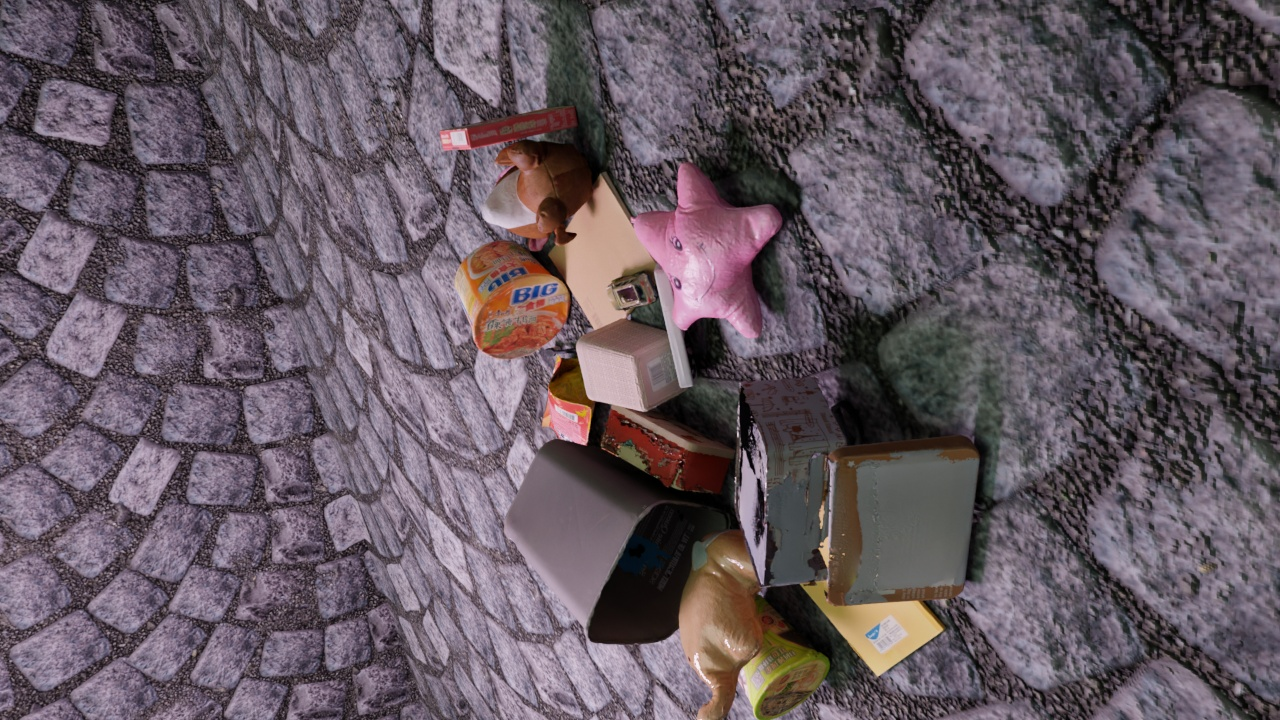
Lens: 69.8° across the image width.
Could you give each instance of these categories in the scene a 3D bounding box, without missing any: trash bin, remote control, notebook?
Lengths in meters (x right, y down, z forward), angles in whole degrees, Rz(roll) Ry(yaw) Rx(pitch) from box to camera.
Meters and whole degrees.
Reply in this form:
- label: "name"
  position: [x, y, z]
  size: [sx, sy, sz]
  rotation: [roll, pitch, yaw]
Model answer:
- label: "trash bin"
  position: [-0.040, 0.224, 1.190]
  size: [0.220, 0.198, 0.199]
  rotation: [31, 97, 41]
- label: "remote control"
  position: [0.043, -0.043, 1.068]
  size: [0.058, 0.021, 0.150]
  rotation: [-70, -32, -68]
- label: "notebook"
  position: [0.223, 0.238, 1.007]
  size: [0.206, 0.010, 0.146]
  rotation: [49, 144, 20]
- label: "notebook"
  position: [-0.049, -0.126, 1.191]
  size: [0.149, 0.012, 0.212]
  rotation: [59, 149, 9]

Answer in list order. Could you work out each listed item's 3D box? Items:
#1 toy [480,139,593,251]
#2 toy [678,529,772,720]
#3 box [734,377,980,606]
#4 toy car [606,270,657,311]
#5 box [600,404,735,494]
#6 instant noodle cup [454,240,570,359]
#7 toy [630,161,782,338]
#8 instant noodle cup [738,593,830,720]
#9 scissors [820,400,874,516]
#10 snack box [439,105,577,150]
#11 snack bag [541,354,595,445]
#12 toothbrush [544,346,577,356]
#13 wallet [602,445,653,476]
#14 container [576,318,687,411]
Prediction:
- label: "toy"
  position: [-0.140, -0.207, 1.176]
  size: [0.140, 0.130, 0.200]
  rotation: [71, 163, -7]
- label: "toy"
  position: [0.094, 0.312, 1.084]
  size: [0.144, 0.082, 0.225]
  rotation: [159, 124, -65]
- label: "box"
  position: [0.196, 0.118, 0.893]
  size: [0.157, 0.205, 0.181]
  rotation: [-93, -2, -61]
- label: "toy car"
  position: [-0.014, -0.083, 1.129]
  size: [0.091, 0.035, 0.042]
  rotation: [-7, 106, 60]
- label: "box"
  position: [0.027, 0.116, 1.143]
  size: [0.168, 0.091, 0.077]
  rotation: [23, 97, 49]
- label: "instant noodle cup"
  position: [-0.191, -0.093, 1.315]
  size: [0.111, 0.151, 0.152]
  rotation: [53, 149, 37]
- label: "toy"
  position: [0.061, -0.107, 0.963]
  size: [0.178, 0.074, 0.195]
  rotation: [30, 135, 27]
- label: "instant noodle cup"
  position: [0.151, 0.358, 1.135]
  size: [0.123, 0.111, 0.112]
  rotation: [49, 147, 41]
- label: "scissors"
  position: [0.214, 0.115, 0.951]
  size: [0.165, 0.014, 0.164]
  rotation: [40, 144, 34]
- label: "snack box"
  position: [-0.159, -0.282, 1.112]
  size: [0.075, 0.152, 0.025]
  rotation: [17, 122, 53]
- label: "snack bag"
  position: [-0.109, 0.090, 1.395]
  size: [0.128, 0.073, 0.208]
  rotation: [54, 154, 27]
- label: "toothbrush"
  position: [-0.088, -0.015, 1.331]
  size: [0.181, 0.018, 0.015]
  rotation: [-1, 110, 56]
- label: "wallet"
  position: [-0.013, 0.163, 1.323]
  size: [0.108, 0.031, 0.132]
  rotation: [63, 149, 2]
- label: "container"
  position: [-0.007, 0.007, 1.147]
  size: [0.111, 0.089, 0.090]
  rotation: [14, 122, 49]
